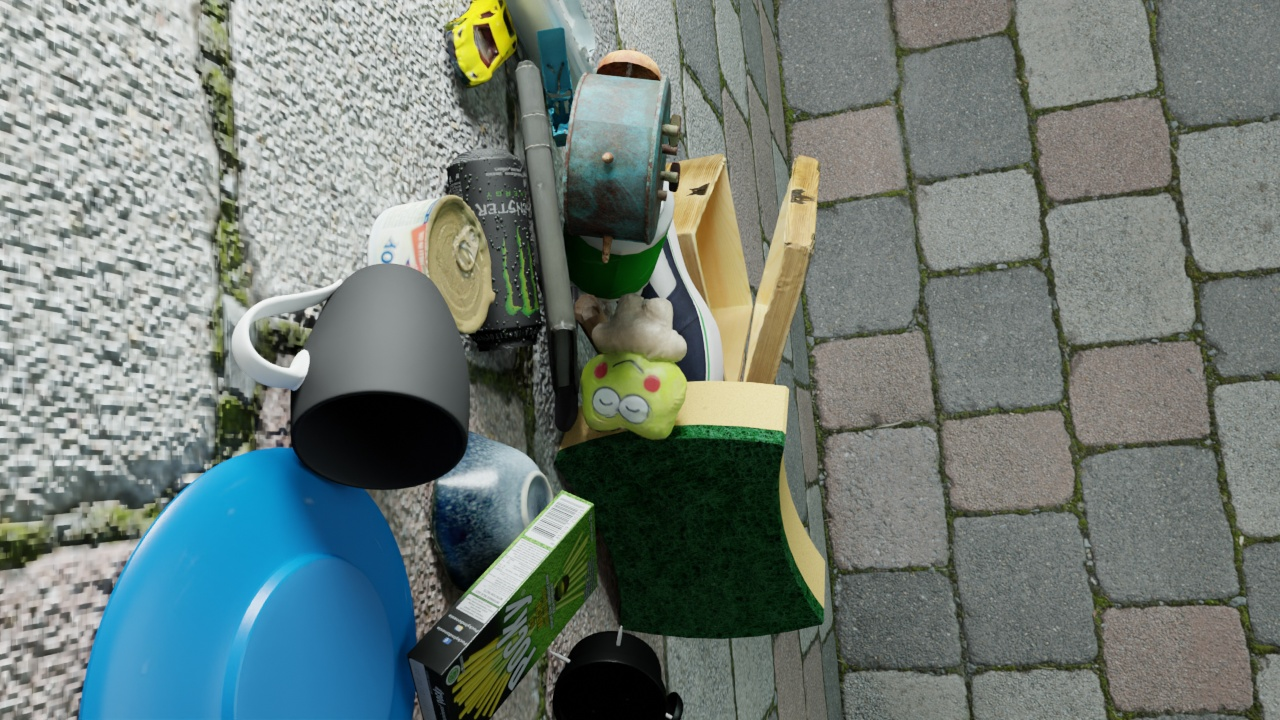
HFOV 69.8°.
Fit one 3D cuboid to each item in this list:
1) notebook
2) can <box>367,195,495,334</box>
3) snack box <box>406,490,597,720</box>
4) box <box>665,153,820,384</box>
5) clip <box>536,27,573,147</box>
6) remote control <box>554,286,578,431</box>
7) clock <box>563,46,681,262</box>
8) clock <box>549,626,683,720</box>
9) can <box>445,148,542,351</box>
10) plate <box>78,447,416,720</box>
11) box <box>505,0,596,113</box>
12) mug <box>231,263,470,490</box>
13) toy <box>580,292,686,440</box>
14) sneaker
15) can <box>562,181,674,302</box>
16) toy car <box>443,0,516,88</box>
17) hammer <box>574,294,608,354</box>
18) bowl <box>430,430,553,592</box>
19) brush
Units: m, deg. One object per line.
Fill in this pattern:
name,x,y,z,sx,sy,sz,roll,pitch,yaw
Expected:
notebook,-0.070,-0.091,0.702,0.170,0.029,0.208,99,-15,-71
can,-0.128,-0.057,0.570,0.086,0.043,0.086,-6,90,-73
snack box,-0.078,0.158,0.566,0.147,0.025,0.080,-45,145,-43
box,0.121,-0.091,1.125,0.278,0.221,0.259,-71,152,-58
clip,-0.059,-0.190,0.707,0.121,0.033,0.119,83,-8,-48
remote control,-0.064,-0.001,0.781,0.047,0.009,0.124,145,-53,-62
clock,-0.006,-0.156,0.664,0.121,0.073,0.157,93,5,-51
clock,-0.018,0.271,0.732,0.121,0.091,0.042,63,13,-19
can,-0.102,-0.077,0.645,0.054,0.054,0.137,-17,100,-73
plate,-0.157,0.152,0.429,0.224,0.024,0.224,-6,90,-73
box,-0.082,-0.294,0.774,0.211,0.084,0.185,58,20,-56
mug,-0.143,-0.004,0.463,0.118,0.085,0.100,27,39,-35
toy,-0.004,0.004,0.733,0.046,0.092,0.115,4,95,-66
sneaker,0.009,-0.057,0.898,0.078,0.084,0.235,-13,80,-42
can,-0.023,-0.111,0.790,0.140,0.087,0.087,113,-23,-72
toy car,-0.119,-0.243,0.696,0.106,0.030,0.049,-73,152,-50
hammer,-0.008,0.031,0.884,0.329,0.052,0.097,65,24,-58
bowl,-0.092,0.100,0.614,0.110,0.055,0.110,-7,90,-73
brush,0.053,0.141,0.830,0.075,0.195,0.250,-73,151,-53
